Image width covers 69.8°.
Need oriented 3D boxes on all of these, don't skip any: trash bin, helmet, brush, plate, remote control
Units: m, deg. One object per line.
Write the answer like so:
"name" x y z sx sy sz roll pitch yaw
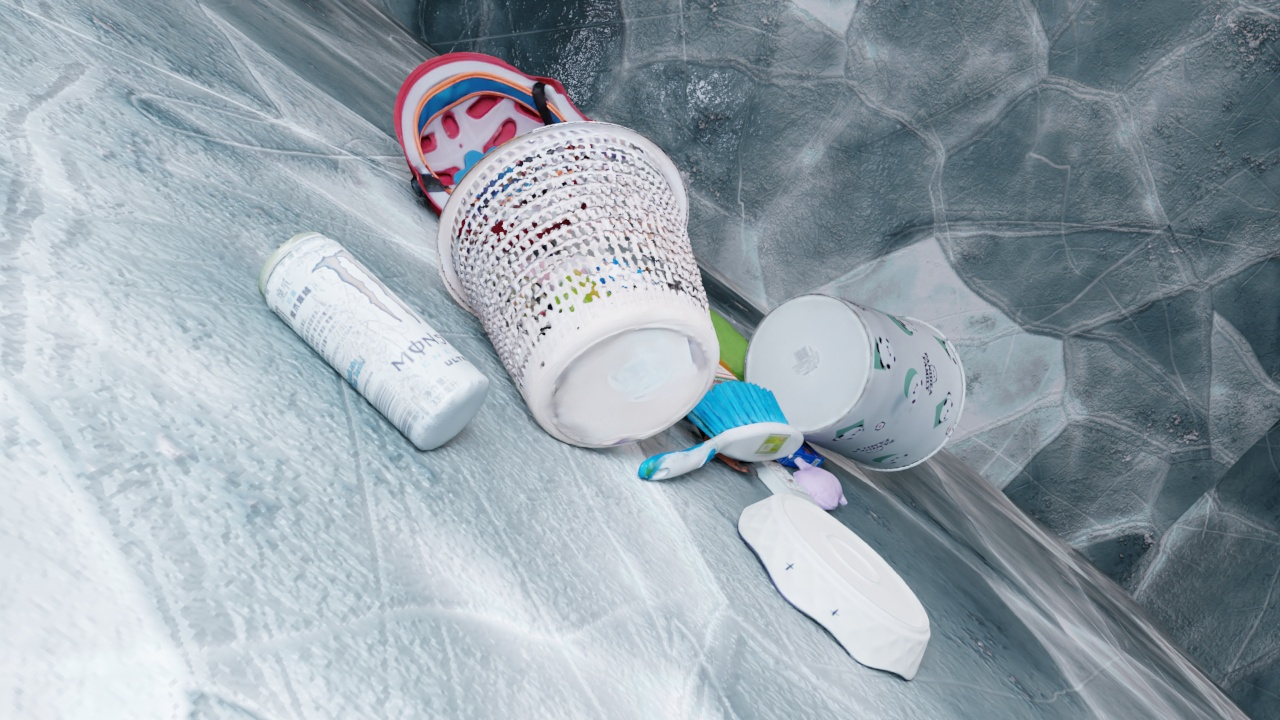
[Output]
"trash bin" 0.284 0.026 1.243 0.251 0.230 0.229 15 25 -50
"helmet" -0.165 -0.224 1.055 0.240 0.206 0.144 42 -22 10
"brush" 0.073 0.071 0.898 0.313 0.061 0.109 8 34 -50
"plate" 0.180 0.194 0.831 0.205 0.046 0.204 37 12 -10
"remote control" 0.151 0.128 1.052 0.058 0.021 0.150 24 19 -48
"trash bin" -0.037 -0.046 0.744 0.227 0.228 0.192 27 29 -43

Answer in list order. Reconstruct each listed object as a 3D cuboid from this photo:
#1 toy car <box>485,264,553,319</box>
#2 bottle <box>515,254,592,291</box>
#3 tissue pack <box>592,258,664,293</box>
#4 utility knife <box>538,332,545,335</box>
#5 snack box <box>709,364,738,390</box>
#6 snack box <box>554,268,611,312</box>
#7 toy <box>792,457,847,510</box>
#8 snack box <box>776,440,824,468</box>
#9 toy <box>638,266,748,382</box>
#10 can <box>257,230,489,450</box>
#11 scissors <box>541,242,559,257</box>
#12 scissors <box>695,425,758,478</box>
"toy car" -0.123 -0.071 0.950 0.090 0.035 0.042 40 11 20
"bottle" -0.081 -0.092 1.082 0.068 0.068 0.196 42 16 17
"tissue pack" -0.010 -0.061 1.087 0.052 0.095 0.157 8 -7 33
"utility knife" -0.006 0.006 0.961 0.219 0.015 0.033 21 10 -23
"snack box" 0.041 0.005 1.066 0.155 0.027 0.077 10 24 -49
"snack box" -0.018 -0.036 0.959 0.156 0.026 0.085 34 15 -9
"toy" 0.211 0.150 1.101 0.084 0.039 0.108 41 15 13
"snack box" 0.182 0.105 1.214 0.084 0.026 0.157 45 13 29
"toy" 0.086 -0.027 1.276 0.246 0.090 0.226 37 12 -23
"can" -0.162 -0.013 0.557 0.147 0.058 0.058 41 12 11
"scissors" -0.121 -0.157 1.196 0.162 0.012 0.176 136 -65 -79
"scissors" 0.072 0.059 1.036 0.188 0.015 0.226 8 31 -48
